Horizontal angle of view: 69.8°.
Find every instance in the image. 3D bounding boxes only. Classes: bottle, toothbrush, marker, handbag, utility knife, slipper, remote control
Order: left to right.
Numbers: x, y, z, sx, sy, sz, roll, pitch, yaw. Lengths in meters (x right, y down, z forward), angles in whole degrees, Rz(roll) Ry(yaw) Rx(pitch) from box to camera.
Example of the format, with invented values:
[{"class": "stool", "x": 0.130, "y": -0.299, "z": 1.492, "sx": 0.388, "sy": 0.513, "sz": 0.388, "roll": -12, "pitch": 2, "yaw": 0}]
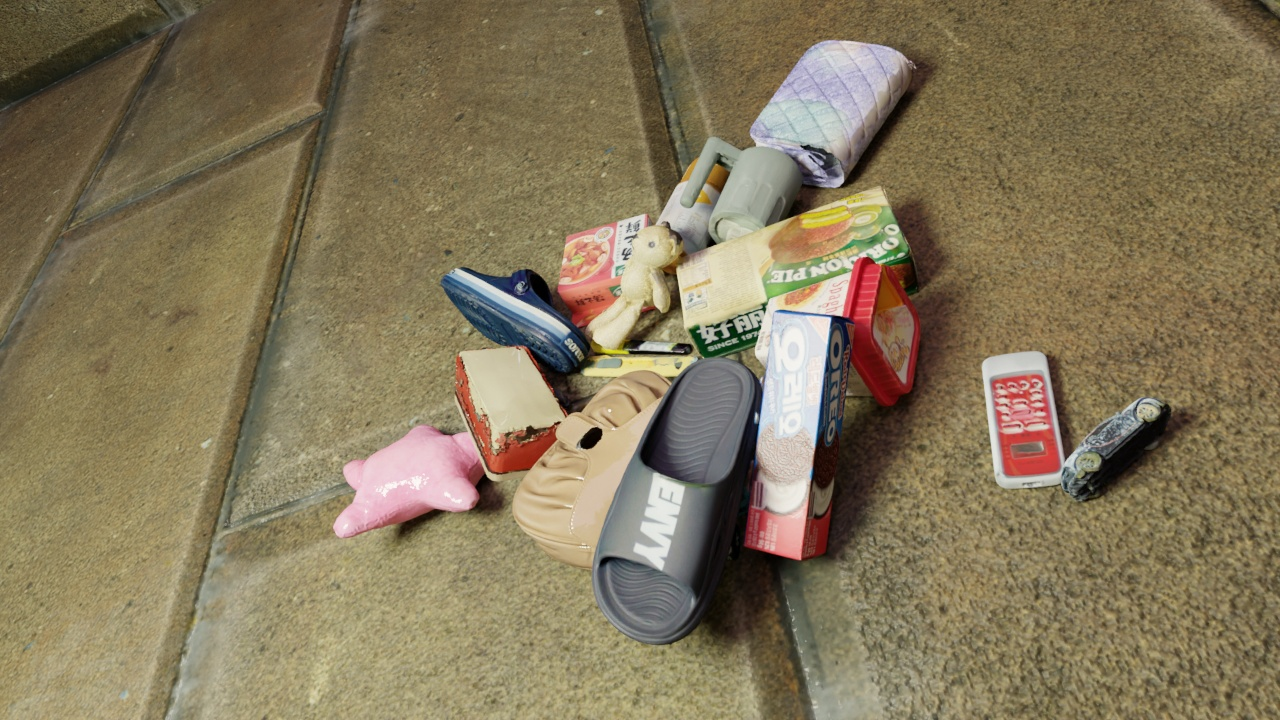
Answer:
[{"class": "slipper", "x": -0.145, "y": -0.068, "z": 1.094, "sx": 0.095, "sy": 0.105, "sz": 0.253, "roll": -46, "pitch": 45, "yaw": -17}, {"class": "toothbrush", "x": -0.140, "y": 0.016, "z": 1.082, "sx": 0.014, "sy": 0.017, "sz": 0.189, "roll": -47, "pitch": 44, "yaw": -15}, {"class": "handbag", "x": -0.024, "y": 0.101, "z": 0.878, "sx": 0.148, "sy": 0.100, "sz": 0.204, "roll": 20, "pitch": 63, "yaw": 44}, {"class": "utility knife", "x": -0.006, "y": 0.006, "z": 1.020, "sx": 0.152, "sy": 0.018, "sz": 0.030, "roll": 2, "pitch": 58, "yaw": 25}, {"class": "marker", "x": 0.000, "y": -0.014, "z": 1.033, "sx": 0.124, "sy": 0.015, "sz": 0.018, "roll": 2, "pitch": 46, "yaw": 27}, {"class": "slipper", "x": 0.029, "y": 0.097, "z": 0.766, "sx": 0.111, "sy": 0.083, "sz": 0.267, "roll": 10, "pitch": 60, "yaw": 21}, {"class": "bottle", "x": 0.070, "y": -0.189, "z": 1.111, "sx": 0.068, "sy": 0.068, "sz": 0.189, "roll": 6, "pitch": 55, "yaw": 33}, {"class": "handbag", "x": 0.232, "y": -0.303, "z": 1.120, "sx": 0.134, "sy": 0.075, "sz": 0.193, "roll": 21, "pitch": 65, "yaw": 35}, {"class": "remote control", "x": 0.328, "y": 0.048, "z": 0.789, "sx": 0.056, "sy": 0.020, "sz": 0.135, "roll": -9, "pitch": 48, "yaw": 23}]

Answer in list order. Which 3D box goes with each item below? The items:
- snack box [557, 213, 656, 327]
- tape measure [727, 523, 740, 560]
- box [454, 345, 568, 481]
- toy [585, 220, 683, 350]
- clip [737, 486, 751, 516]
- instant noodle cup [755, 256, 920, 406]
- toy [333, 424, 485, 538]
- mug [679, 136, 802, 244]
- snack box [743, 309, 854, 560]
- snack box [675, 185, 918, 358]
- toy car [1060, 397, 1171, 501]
[{"class": "snack box", "x": -0.038, "y": -0.109, "z": 1.116, "sx": 0.113, "sy": 0.044, "sz": 0.126, "roll": -13, "pitch": 47, "yaw": 19}, {"class": "tape measure", "x": 0.051, "y": 0.153, "z": 0.815, "sx": 0.066, "sy": 0.066, "sz": 0.033, "roll": -9, "pitch": 52, "yaw": 21}, {"class": "box", "x": -0.142, "y": 0.045, "z": 0.980, "sx": 0.091, "sy": 0.079, "sz": 0.168, "roll": -7, "pitch": 33, "yaw": -23}, {"class": "toy", "x": -0.008, "y": -0.082, "z": 1.017, "sx": 0.157, "sy": 0.066, "sz": 0.105, "roll": -57, "pitch": 31, "yaw": 18}, {"class": "clip", "x": 0.099, "y": 0.128, "z": 0.850, "sx": 0.055, "sy": 0.013, "sz": 0.038, "roll": -21, "pitch": 45, "yaw": 10}, {"class": "instant noodle cup", "x": 0.186, "y": -0.021, "z": 0.873, "sx": 0.124, "sy": 0.116, "sz": 0.116, "roll": -10, "pitch": 46, "yaw": 37}, {"class": "toy", "x": -0.234, "y": 0.117, "z": 1.003, "sx": 0.194, "sy": 0.075, "sz": 0.178, "roll": -15, "pitch": 30, "yaw": 1}, {"class": "mug", "x": 0.114, "y": -0.191, "z": 1.059, "sx": 0.124, "sy": 0.084, "sz": 0.103, "roll": 27, "pitch": 63, "yaw": -3}, {"class": "snack box", "x": 0.135, "y": 0.061, "z": 0.781, "sx": 0.058, "sy": 0.057, "sz": 0.207, "roll": 8, "pitch": 91, "yaw": 35}, {"class": "snack box", "x": 0.161, "y": -0.092, "z": 0.977, "sx": 0.240, "sy": 0.063, "sz": 0.114, "roll": -19, "pitch": 45, "yaw": 13}, {"class": "toy car", "x": 0.374, "y": 0.067, "z": 0.726, "sx": 0.105, "sy": 0.049, "sz": 0.031, "roll": -37, "pitch": 47, "yaw": -7}]
